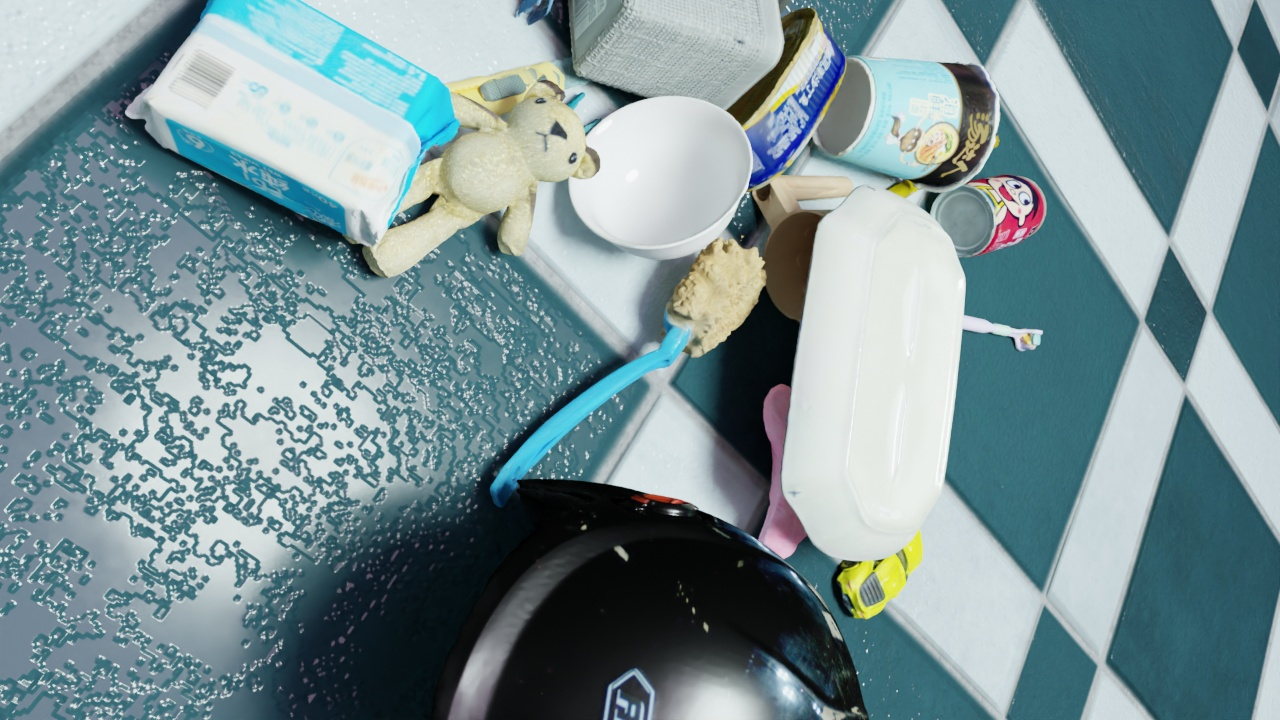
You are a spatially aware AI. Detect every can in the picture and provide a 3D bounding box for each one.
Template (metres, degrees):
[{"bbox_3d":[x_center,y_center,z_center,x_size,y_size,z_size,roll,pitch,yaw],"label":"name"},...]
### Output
[{"bbox_3d":[0.098,-0.193,0.676,0.049,0.075,0.147,44,63,-28],"label":"can"},{"bbox_3d":[0.318,-0.133,0.837,0.093,0.067,0.066,-16,96,-36],"label":"can"}]

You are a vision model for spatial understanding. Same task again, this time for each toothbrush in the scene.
[{"bbox_3d":[0.310,-0.031,0.853,0.189,0.029,0.021,8,41,-34],"label":"toothbrush"},{"bbox_3d":[0.274,-0.174,0.838,0.189,0.017,0.016,-30,103,-34],"label":"toothbrush"}]

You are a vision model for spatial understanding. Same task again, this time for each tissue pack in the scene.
[{"bbox_3d":[-0.172,-0.125,0.466,0.140,0.063,0.089,27,70,-9],"label":"tissue pack"}]

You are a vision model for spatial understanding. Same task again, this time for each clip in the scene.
[{"bbox_3d":[-0.062,-0.244,0.596,0.033,0.025,0.057,30,63,-35],"label":"clip"},{"bbox_3d":[-0.049,-0.154,0.603,0.056,0.014,0.040,-46,112,-31],"label":"clip"}]

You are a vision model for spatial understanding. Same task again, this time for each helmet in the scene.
[{"bbox_3d":[0.002,0.189,0.482,0.275,0.230,0.233,51,50,-68],"label":"helmet"}]

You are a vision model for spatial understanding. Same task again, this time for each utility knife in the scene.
[{"bbox_3d":[-0.087,-0.171,0.579,0.206,0.021,0.031,-28,102,-39],"label":"utility knife"}]

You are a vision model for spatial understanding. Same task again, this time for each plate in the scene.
[{"bbox_3d":[0.175,0.009,0.641,0.161,0.034,0.265,16,80,-36],"label":"plate"}]

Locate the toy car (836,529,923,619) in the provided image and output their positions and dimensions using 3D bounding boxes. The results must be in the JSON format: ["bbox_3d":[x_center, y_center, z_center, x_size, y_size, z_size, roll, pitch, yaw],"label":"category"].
[{"bbox_3d":[0.202,0.167,0.750,0.105,0.032,0.048,-35,106,-34],"label":"toy car"}]

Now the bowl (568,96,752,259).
[{"bbox_3d":[0.017,-0.108,0.608,0.065,0.118,0.118,66,43,-63],"label":"bowl"}]

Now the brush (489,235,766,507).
[{"bbox_3d":[-0.004,0.003,0.601,0.046,0.083,0.254,39,66,21],"label":"brush"}]

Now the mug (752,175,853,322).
[{"bbox_3d":[0.152,-0.093,0.713,0.103,0.084,0.124,-9,65,-38],"label":"mug"}]

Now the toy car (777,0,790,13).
[{"bbox_3d":[0.090,-0.281,0.701,0.042,0.035,0.090,49,60,-24],"label":"toy car"}]

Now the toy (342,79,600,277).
[{"bbox_3d":[-0.099,-0.104,0.531,0.157,0.066,0.105,-34,104,-17],"label":"toy"}]

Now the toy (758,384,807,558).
[{"bbox_3d":[0.159,0.059,0.700,0.194,0.075,0.178,1,93,-39],"label":"toy"}]

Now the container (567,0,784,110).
[{"bbox_3d":[0.018,-0.227,0.604,0.114,0.090,0.090,5,70,-31],"label":"container"}]

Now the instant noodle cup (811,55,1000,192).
[{"bbox_3d":[0.206,-0.196,0.743,0.120,0.111,0.111,0,86,-28],"label":"instant noodle cup"}]
